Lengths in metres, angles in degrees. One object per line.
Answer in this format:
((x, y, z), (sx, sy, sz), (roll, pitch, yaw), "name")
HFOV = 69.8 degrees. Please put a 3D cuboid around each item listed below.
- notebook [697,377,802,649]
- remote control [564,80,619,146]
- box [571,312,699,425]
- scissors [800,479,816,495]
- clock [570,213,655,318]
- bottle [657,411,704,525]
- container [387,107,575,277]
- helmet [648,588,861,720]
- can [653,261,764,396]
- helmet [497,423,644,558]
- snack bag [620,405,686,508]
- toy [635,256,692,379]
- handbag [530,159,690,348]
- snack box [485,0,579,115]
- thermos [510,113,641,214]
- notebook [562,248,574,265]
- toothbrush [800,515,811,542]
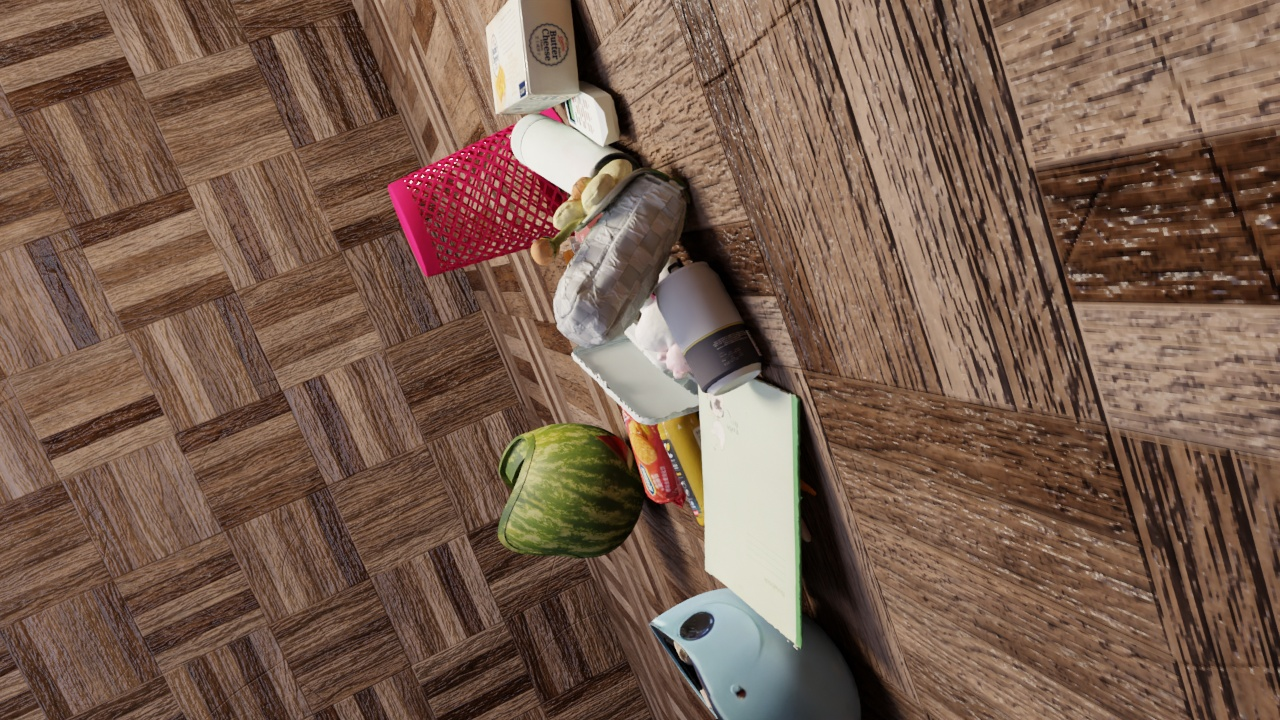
((0.107, 0.132, 0.910), (0.182, 0.010, 0.253), (27, 124, 61), "notebook")
((-0.052, -0.265, 0.971), (0.143, 0.024, 0.050), (-128, 23, -60), "remote control")
((-0.007, 0.014, 1.066), (0.107, 0.110, 0.216), (31, -169, -35), "box")
((0.128, 0.097, 0.897), (0.125, 0.011, 0.129), (31, 137, 49), "scissors")
((-0.037, -0.124, 1.034), (0.158, 0.081, 0.117), (57, 164, 35), "clock")
((0.059, 0.106, 1.116), (0.186, 0.053, 0.053), (66, 167, 0), "bottle")
((-0.198, -0.209, 1.200), (0.183, 0.225, 0.183), (60, 165, 26), "container")
((0.129, 0.347, 0.993), (0.266, 0.166, 0.225), (26, 148, 54), "helmet")
((0.060, -0.034, 0.850), (0.127, 0.064, 0.064), (63, 166, 14), "can")
((-0.111, 0.223, 1.576), (0.244, 0.247, 0.213), (-58, 23, 25), "helmet")
((0.026, 0.108, 1.212), (0.082, 0.082, 0.176), (46, 155, 56), "snack bag")
((0.028, -0.041, 0.950), (0.125, 0.076, 0.037), (64, -175, 7), "toy")
((-0.037, -0.102, 0.874), (0.123, 0.171, 0.113), (30, 172, -11), "handbag")
((-0.123, -0.334, 1.014), (0.208, 0.057, 0.104), (-153, 56, -70), "snack box")
((-0.076, -0.222, 1.022), (0.230, 0.067, 0.068), (39, 151, 53), "thermos")
((-0.051, -0.083, 1.284), (0.226, 0.024, 0.167), (-170, 59, -74), "notebook")
((0.126, 0.104, 0.936), (0.181, 0.018, 0.016), (62, 165, 14), "toothbrush")
